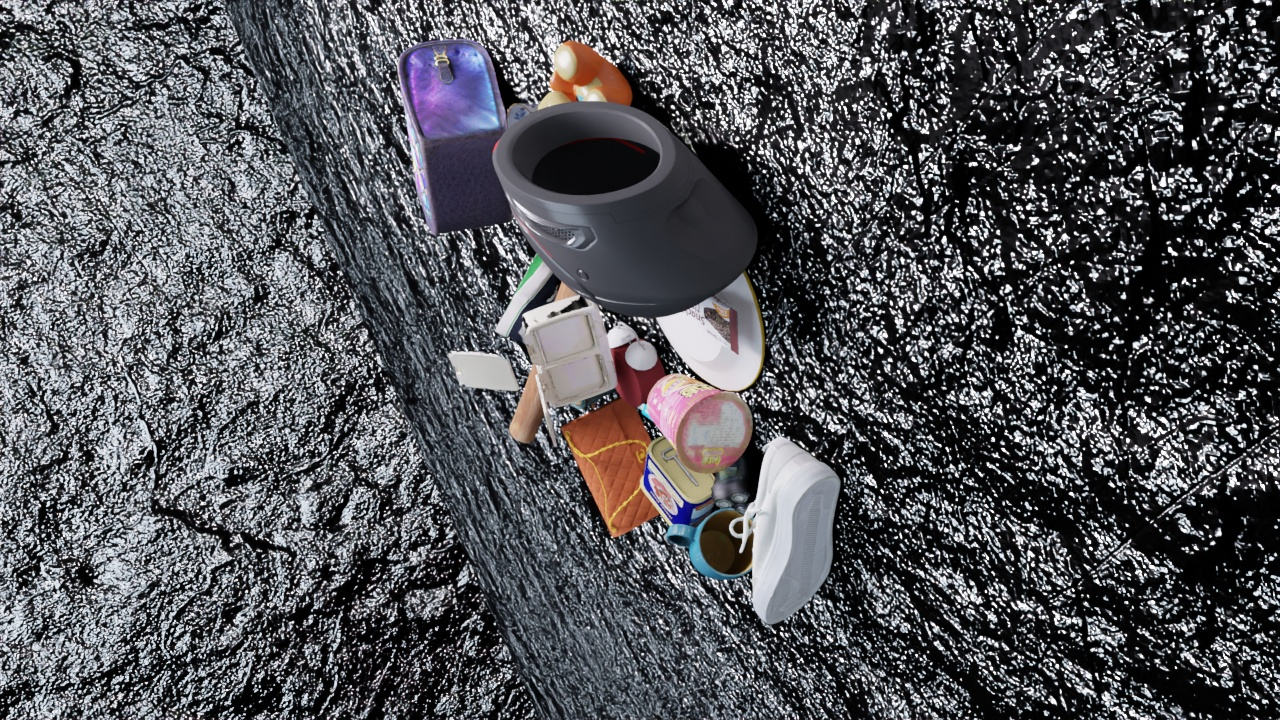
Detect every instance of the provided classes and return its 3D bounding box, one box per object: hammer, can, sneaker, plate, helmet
[{"bbox_3d":[-0.119,-0.023,1.226,0.158,0.037,0.301,41,119,41],"label":"hammer"},{"bbox_3d":[0.052,0.165,1.222,0.116,0.056,0.092,50,152,29],"label":"can"},{"bbox_3d":[-0.145,-0.091,1.358,0.079,0.084,0.236,29,148,-9],"label":"sneaker"},{"bbox_3d":[0.154,0.184,1.001,0.090,0.089,0.243,48,147,42],"label":"sneaker"},{"bbox_3d":[0.055,-0.067,1.010,0.230,0.021,0.230,47,152,34],"label":"plate"},{"bbox_3d":[-0.012,-0.130,0.880,0.265,0.163,0.170,22,151,29],"label":"helmet"}]

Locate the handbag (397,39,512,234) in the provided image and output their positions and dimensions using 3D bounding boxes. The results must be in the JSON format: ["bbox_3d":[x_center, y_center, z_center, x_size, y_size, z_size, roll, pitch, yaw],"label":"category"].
[{"bbox_3d":[-0.255,-0.309,1.261,0.205,0.125,0.221,96,158,-52],"label":"handbag"}]

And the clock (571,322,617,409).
[{"bbox_3d":[-0.078,-0.005,1.289,0.121,0.073,0.158,55,159,17],"label":"clock"}]

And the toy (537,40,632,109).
[{"bbox_3d":[-0.059,-0.253,0.979,0.112,0.096,0.176,56,167,14],"label":"toy"}]

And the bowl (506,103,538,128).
[{"bbox_3d":[-0.116,-0.266,1.128,0.114,0.045,0.114,47,152,34],"label":"bowl"}]

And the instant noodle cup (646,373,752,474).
[{"bbox_3d":[0.060,0.065,1.060,0.108,0.097,0.098,36,146,60],"label":"instant noodle cup"}]

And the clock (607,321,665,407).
[{"bbox_3d":[-0.007,0.007,1.190,0.087,0.044,0.125,37,146,46],"label":"clock"}]

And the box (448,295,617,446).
[{"bbox_3d":[-0.119,0.028,1.109,0.106,0.193,0.144,-115,8,-48],"label":"box"}]

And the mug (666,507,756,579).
[{"bbox_3d":[0.088,0.232,1.160,0.112,0.084,0.104,17,160,-2],"label":"mug"}]

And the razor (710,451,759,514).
[{"bbox_3d":[0.091,0.120,1.081,0.151,0.067,0.054,50,166,46],"label":"razor"}]

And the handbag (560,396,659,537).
[{"bbox_3d":[-0.029,0.150,1.307,0.172,0.108,0.060,65,157,-4],"label":"handbag"}]

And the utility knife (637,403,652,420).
[{"bbox_3d":[0.020,0.077,1.243,0.151,0.015,0.022,28,110,54],"label":"utility knife"}]

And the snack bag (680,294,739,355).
[{"bbox_3d":[0.052,-0.064,0.971,0.158,0.013,0.057,41,150,42],"label":"snack bag"}]
